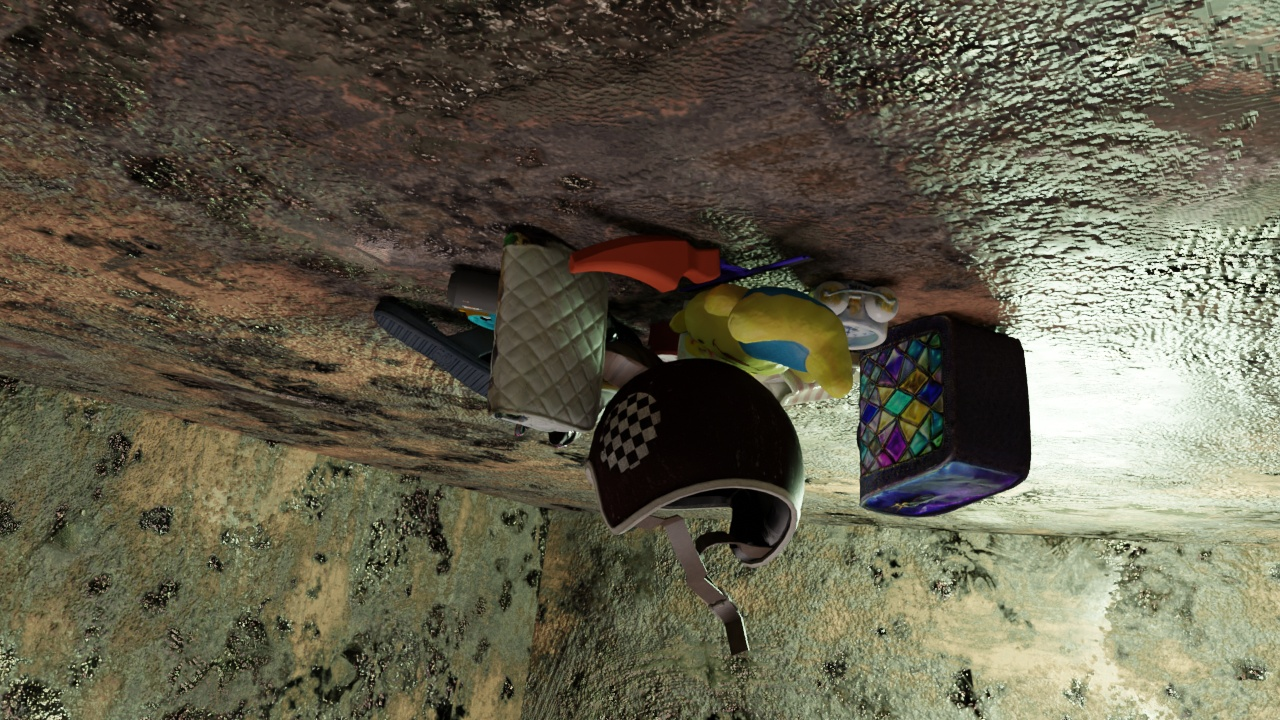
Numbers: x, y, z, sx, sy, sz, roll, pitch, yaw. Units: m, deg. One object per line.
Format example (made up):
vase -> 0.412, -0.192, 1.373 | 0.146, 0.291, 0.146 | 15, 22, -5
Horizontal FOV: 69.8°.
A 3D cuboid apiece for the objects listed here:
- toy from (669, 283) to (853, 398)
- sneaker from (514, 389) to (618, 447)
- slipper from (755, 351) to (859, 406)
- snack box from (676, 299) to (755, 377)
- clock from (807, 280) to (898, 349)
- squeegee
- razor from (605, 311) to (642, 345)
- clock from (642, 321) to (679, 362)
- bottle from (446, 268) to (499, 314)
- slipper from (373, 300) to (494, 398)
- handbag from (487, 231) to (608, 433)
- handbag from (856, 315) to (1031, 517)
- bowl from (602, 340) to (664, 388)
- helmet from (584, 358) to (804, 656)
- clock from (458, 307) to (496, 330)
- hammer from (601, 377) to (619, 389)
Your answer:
toy -> 0.126, -0.031, 0.947 | 0.149, 0.084, 0.214 | 33, 174, -13
sneaker -> -0.096, 0.083, 1.466 | 0.262, 0.128, 0.097 | 19, 162, -41
slipper -> 0.186, 0.028, 1.191 | 0.262, 0.052, 0.115 | -1, 164, -12
snack box -> 0.092, -0.013, 1.086 | 0.093, 0.094, 0.079 | 7, 164, 6
clock -> 0.221, -0.053, 0.966 | 0.089, 0.052, 0.125 | 7, 162, 5
squeegee -> 0.020, -0.095, 0.892 | 0.184, 0.055, 0.250 | -3, 178, -23
razor -> -0.032, -0.028, 1.172 | 0.064, 0.053, 0.140 | 6, 168, 34
clock -> 0.060, -0.017, 1.182 | 0.125, 0.044, 0.087 | 5, 165, 15
bottle -> -0.169, -0.076, 1.073 | 0.112, 0.047, 0.047 | 11, 165, -10
slipper -> -0.236, -0.022, 1.267 | 0.263, 0.082, 0.101 | 34, 158, -16
handbag -> -0.101, -0.023, 0.956 | 0.073, 0.194, 0.138 | -5, 163, 31
handbag -> 0.331, 0.069, 1.075 | 0.125, 0.204, 0.223 | 14, 158, -22
bowl -> -0.006, 0.007, 1.119 | 0.119, 0.032, 0.119 | 24, 160, 9
helmet -> 0.063, 0.129, 0.973 | 0.233, 0.253, 0.235 | 20, 131, -31
clock -> -0.165, -0.055, 1.162 | 0.130, 0.043, 0.099 | 5, 167, 38
hammer -> -0.104, 0.023, 1.317 | 0.334, 0.117, 0.025 | 4, 163, 32
